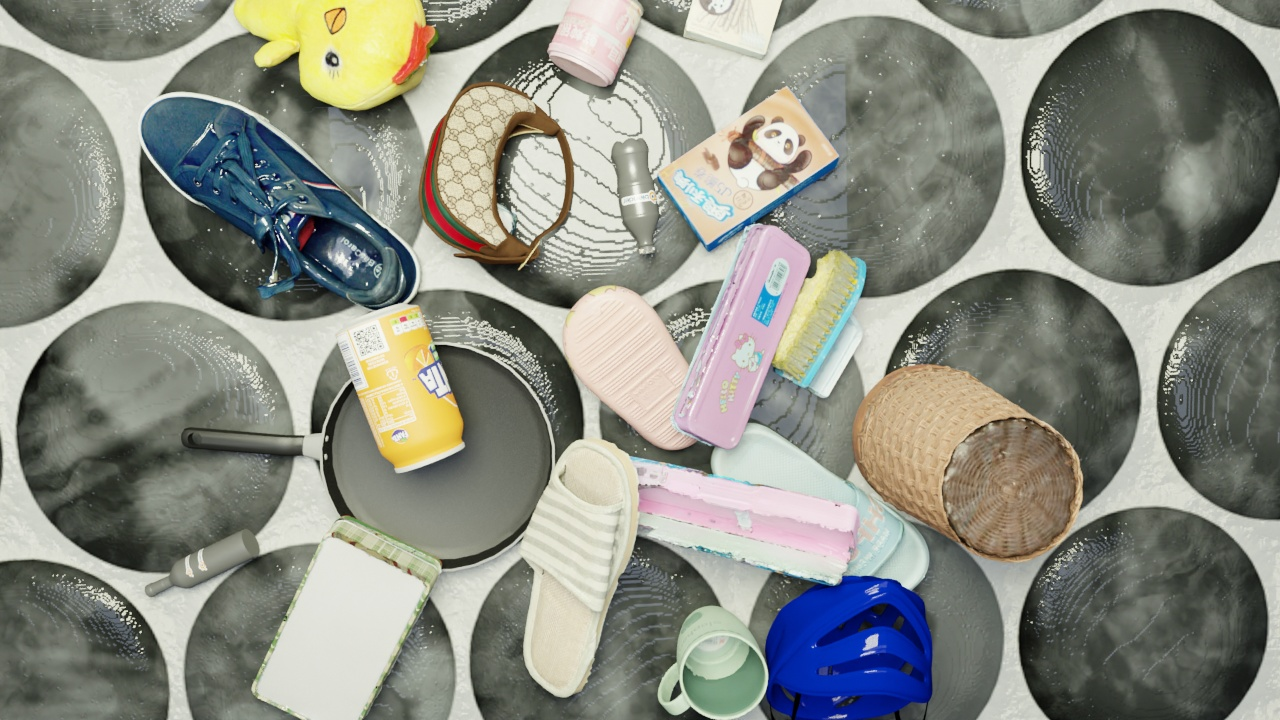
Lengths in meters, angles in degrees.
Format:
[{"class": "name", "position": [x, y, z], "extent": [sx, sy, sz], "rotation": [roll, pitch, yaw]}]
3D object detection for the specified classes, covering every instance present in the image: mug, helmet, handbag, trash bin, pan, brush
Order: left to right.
[{"class": "pan", "position": [-0.262, 0.087, 0.897], "extent": [0.356, 0.034, 0.225], "rotation": [5, 95, -3]}, {"class": "handbag", "position": [-0.128, -0.167, 0.851], "extent": [0.138, 0.063, 0.166], "rotation": [16, 73, -24]}, {"class": "mug", "position": [0.063, 0.297, 0.895], "extent": [0.111, 0.104, 0.084], "rotation": [-41, 96, 1]}, {"class": "brush", "position": [0.183, -0.037, 0.895], "extent": [0.075, 0.055, 0.136], "rotation": [28, 94, -27]}, {"class": "helmet", "position": [0.193, 0.318, 0.836], "extent": [0.147, 0.242, 0.227], "rotation": [6, 51, -5]}, {"class": "trash bin", "position": [0.293, 0.086, 0.832], "extent": [0.151, 0.210, 0.151], "rotation": [0, 95, -3]}]

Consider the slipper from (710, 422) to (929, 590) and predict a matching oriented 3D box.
[{"class": "slipper", "position": [0.175, 0.155, 0.902], "extent": [0.245, 0.074, 0.104], "rotation": [38, 94, -4]}]

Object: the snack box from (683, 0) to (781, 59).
[{"class": "snack box", "position": [0.100, -0.372, 0.871], "extent": [0.082, 0.026, 0.150], "rotation": [16, 94, -4]}]

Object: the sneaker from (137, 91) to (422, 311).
[{"class": "sneaker", "position": [-0.338, -0.141, 0.828], "extent": [0.294, 0.127, 0.121], "rotation": [36, 92, -3]}]

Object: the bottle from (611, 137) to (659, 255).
[{"class": "bottle", "position": [-0.002, -0.157, 0.882], "extent": [0.036, 0.036, 0.110], "rotation": [-10, 96, -2]}]

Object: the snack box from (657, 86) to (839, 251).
[{"class": "snack box", "position": [0.102, -0.182, 0.876], "extent": [0.151, 0.034, 0.087], "rotation": [-34, 79, 2]}]

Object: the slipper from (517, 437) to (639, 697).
[{"class": "slipper", "position": [-0.067, 0.202, 0.871], "extent": [0.114, 0.053, 0.273], "rotation": [31, 116, 37]}]

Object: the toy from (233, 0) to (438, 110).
[{"class": "toy", "position": [-0.275, -0.302, 0.836], "extent": [0.207, 0.092, 0.134], "rotation": [28, 88, 5]}]

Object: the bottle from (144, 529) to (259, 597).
[{"class": "bottle", "position": [-0.434, 0.204, 0.903], "extent": [0.113, 0.030, 0.030], "rotation": [-26, 96, 0]}]

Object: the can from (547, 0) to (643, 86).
[{"class": "can", "position": [-0.042, -0.303, 0.852], "extent": [0.067, 0.067, 0.076], "rotation": [25, 93, -5]}]

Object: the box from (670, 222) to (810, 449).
[{"class": "box", "position": [0.094, -0.022, 0.870], "extent": [0.076, 0.036, 0.214], "rotation": [28, 81, -35]}]

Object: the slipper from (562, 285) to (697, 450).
[{"class": "slipper", "position": [-0.005, 0.005, 0.882], "extent": [0.093, 0.081, 0.197], "rotation": [-37, 120, 2]}]

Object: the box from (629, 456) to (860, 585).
[{"class": "box", "position": [0.080, 0.156, 0.845], "extent": [0.231, 0.085, 0.076], "rotation": [10, 61, 20]}]

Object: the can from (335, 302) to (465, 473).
[{"class": "can", "position": [-0.217, 0.024, 0.837], "extent": [0.079, 0.079, 0.142], "rotation": [-20, 95, -1]}]

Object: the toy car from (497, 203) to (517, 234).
[{"class": "toy car", "position": [-0.163, -0.144, 0.882], "extent": [0.090, 0.027, 0.039], "rotation": [29, 92, -5]}]

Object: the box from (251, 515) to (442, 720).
[{"class": "box", "position": [-0.285, 0.259, 0.889], "extent": [0.117, 0.050, 0.206], "rotation": [27, 104, -2]}]
